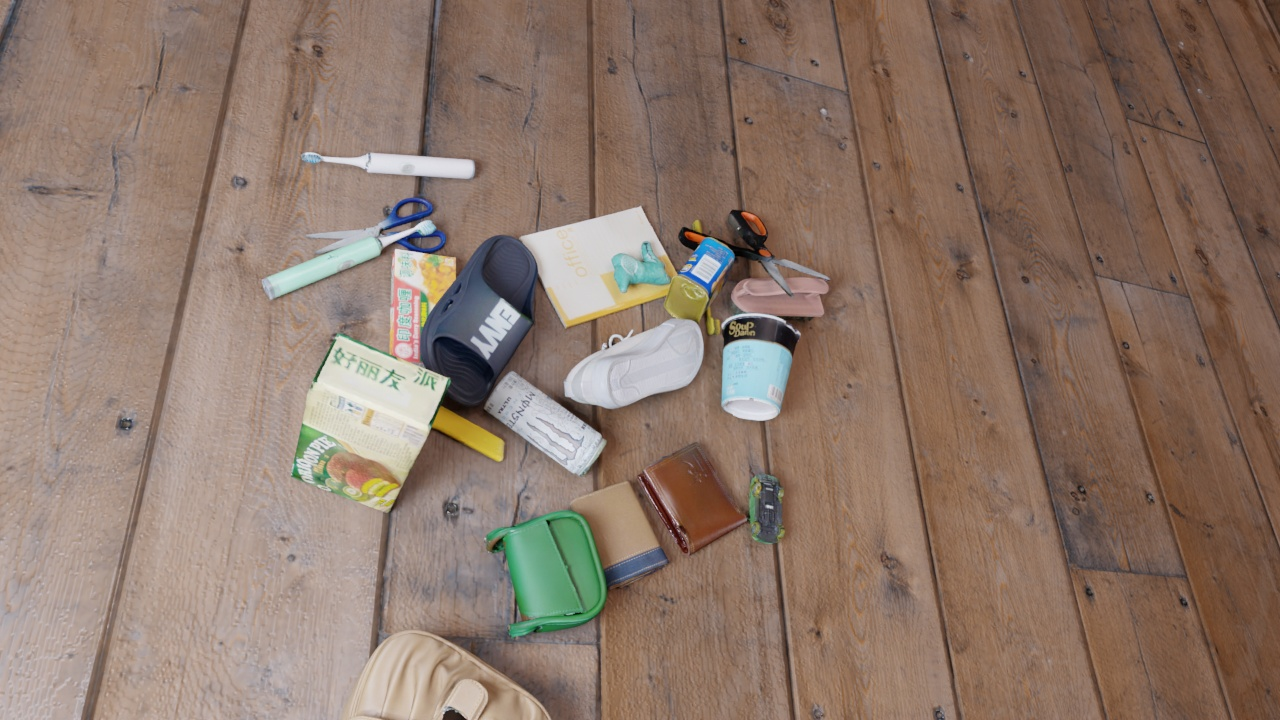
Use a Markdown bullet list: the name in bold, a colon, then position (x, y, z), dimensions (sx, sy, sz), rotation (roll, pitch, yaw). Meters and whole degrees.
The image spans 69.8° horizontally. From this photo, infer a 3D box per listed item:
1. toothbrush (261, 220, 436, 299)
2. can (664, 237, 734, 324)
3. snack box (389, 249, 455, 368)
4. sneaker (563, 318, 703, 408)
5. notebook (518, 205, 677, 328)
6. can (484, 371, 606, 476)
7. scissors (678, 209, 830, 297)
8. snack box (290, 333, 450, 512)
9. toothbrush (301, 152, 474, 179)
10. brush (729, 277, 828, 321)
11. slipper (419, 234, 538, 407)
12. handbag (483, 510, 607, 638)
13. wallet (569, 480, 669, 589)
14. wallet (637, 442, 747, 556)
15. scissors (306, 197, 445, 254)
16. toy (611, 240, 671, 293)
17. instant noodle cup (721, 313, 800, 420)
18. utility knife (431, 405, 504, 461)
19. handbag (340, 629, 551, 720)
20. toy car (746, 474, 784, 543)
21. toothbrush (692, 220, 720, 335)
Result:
- **toothbrush**: position (-0.350, -0.128, 1.117), dimensions (0.223, 0.027, 0.027), rotation (-29, 69, -30)
- **can**: position (0.082, -0.108, 1.261), dimensions (0.057, 0.102, 0.083), rotation (32, 63, 8)
- **snack box**: position (-0.267, -0.061, 1.128), dimensions (0.077, 0.027, 0.155), rotation (6, 62, -23)
- **sneaker**: position (-0.007, 0.007, 1.191), dimensions (0.241, 0.091, 0.089), rotation (-25, 106, -51)
- **notebook**: position (-0.050, -0.134, 1.277), dimensions (0.205, 0.010, 0.146), rotation (-19, 74, -32)
- **can**: position (-0.115, 0.076, 1.107), dimensions (0.146, 0.058, 0.058), rotation (36, 55, -3)
- **scissors**: position (0.162, -0.159, 1.333), dimensions (0.234, 0.022, 0.220), rotation (12, 36, -9)
- **snack box**: position (-0.277, 0.072, 0.923), dimensions (0.114, 0.241, 0.063), rotation (23, 56, -11)
- **toothbrush**: position (-0.328, -0.258, 1.204), dimensions (0.220, 0.027, 0.026), rotation (-1, 23, -26)
- **brush**: position (0.199, -0.094, 1.335), dimensions (0.145, 0.073, 0.063), rotation (-1, 65, -23)
- **slipper**: position (-0.181, -0.068, 1.117), dimensions (0.110, 0.084, 0.267), rotation (37, 45, -22)
- **handbag**: position (-0.104, 0.238, 1.028), dimensions (0.120, 0.068, 0.131), rotation (-9, 69, -21)
- **wallet**: position (-0.026, 0.208, 1.096), dimensions (0.090, 0.033, 0.115), rotation (-16, 71, -33)
- **wallet**: position (0.066, 0.172, 1.158), dimensions (0.101, 0.032, 0.124), rotation (-24, 77, -35)
- **scissors**: position (-0.326, -0.154, 1.160), dimensions (0.140, 0.012, 0.170), rotation (39, 57, -2)
- **toy**: position (0.000, -0.129, 1.275), dimensions (0.091, 0.030, 0.096), rotation (5, 56, -29)
- **instant noodle cup**: position (0.155, 0.014, 1.246), dimensions (0.111, 0.111, 0.120), rotation (17, 67, -16)
- **utility knife**: position (-0.227, 0.076, 1.082), dimensions (0.153, 0.015, 0.033), rotation (30, 62, -9)
- **handbag**: position (-0.189, 0.361, 0.896), dimensions (0.204, 0.100, 0.147), rotation (32, 59, -2)
- **toy car**: position (0.161, 0.193, 1.186), dimensions (0.043, 0.036, 0.091), rotation (14, 58, -19)
- **toothbrush**: position (0.095, -0.122, 1.336), dimensions (0.016, 0.016, 0.189), rotation (7, 61, -27)
